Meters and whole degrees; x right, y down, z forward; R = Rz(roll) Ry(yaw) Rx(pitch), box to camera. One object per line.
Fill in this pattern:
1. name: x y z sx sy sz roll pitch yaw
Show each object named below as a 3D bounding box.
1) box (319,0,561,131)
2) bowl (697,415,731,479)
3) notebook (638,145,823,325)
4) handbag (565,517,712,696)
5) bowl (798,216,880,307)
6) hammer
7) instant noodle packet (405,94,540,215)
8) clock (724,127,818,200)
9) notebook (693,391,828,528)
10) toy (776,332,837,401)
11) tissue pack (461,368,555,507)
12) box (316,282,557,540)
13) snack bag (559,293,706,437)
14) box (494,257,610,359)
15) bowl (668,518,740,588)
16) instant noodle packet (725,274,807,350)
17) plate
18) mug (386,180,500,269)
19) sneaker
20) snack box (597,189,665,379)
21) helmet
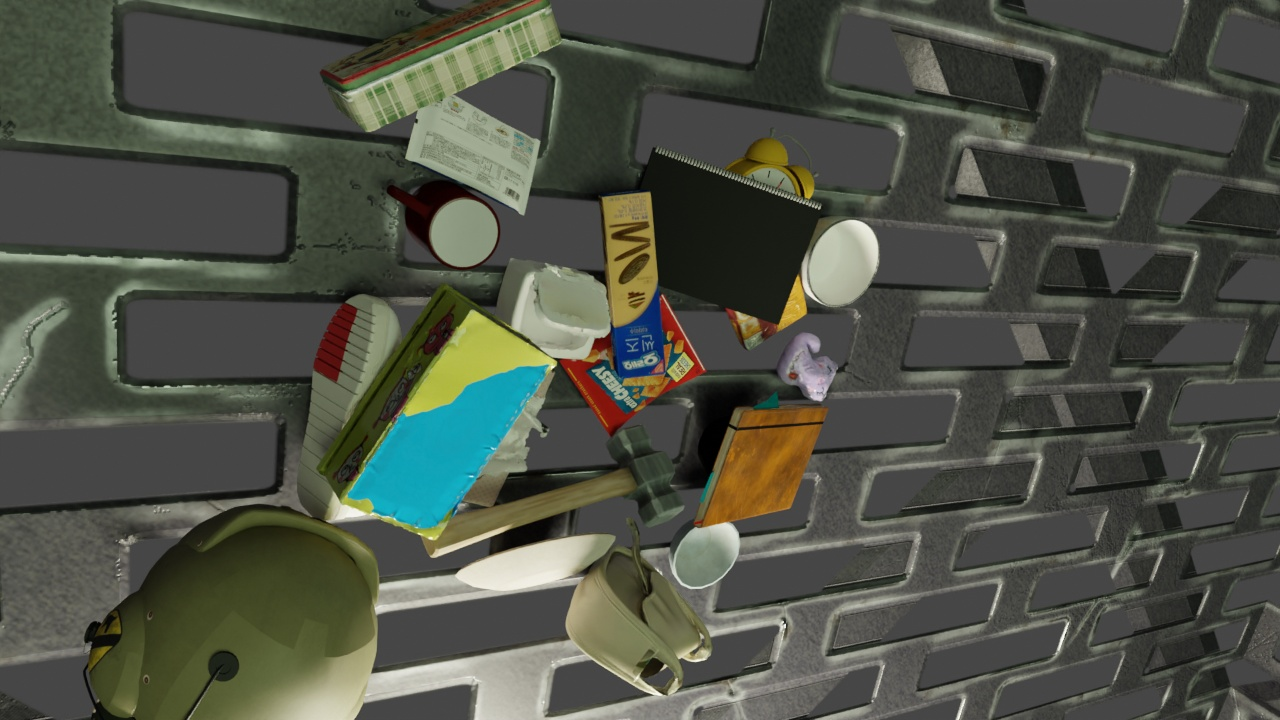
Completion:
1. box: -0.184 -0.280 0.837 0.205 0.117 0.050 -29 126 -15
2. bowl: 0.111 0.112 1.196 0.123 0.052 0.124 -30 133 -38
3. notebook: 0.089 -0.142 1.057 0.206 0.016 0.149 18 102 -8
4. handbag: 0.008 0.294 1.104 0.132 0.184 0.229 -58 163 5
5. bowl: 0.240 -0.131 1.168 0.116 0.066 0.116 -11 115 -25
6. hammer: -0.094 0.159 1.031 0.322 0.117 0.051 -11 156 -40
7. instant noodle packet: -0.163 -0.210 0.912 0.134 0.026 0.087 22 69 -35
8. clock: 0.146 -0.196 1.098 0.113 0.052 0.152 34 95 -35
9. notebook: 0.163 0.128 1.209 0.248 0.014 0.178 2 111 -52
10. toy: 0.229 0.008 1.239 0.099 0.036 0.080 25 92 -34
11. tissue pack: -0.165 0.075 1.026 0.103 0.071 0.181 23 94 -34
12. box: -0.197 0.053 0.889 0.124 0.082 0.221 32 93 -39
13. snack bag: -0.007 0.006 1.100 0.144 0.039 0.131 -33 123 -3
14. box: -0.082 -0.046 0.983 0.109 0.130 0.103 8 107 -34
15. bowl: 0.081 0.256 1.255 0.106 0.039 0.106 -11 115 -26
16. instant noodle packet: 0.153 -0.076 1.138 0.098 0.039 0.135 -29 139 -2
17. plate: -0.118 0.240 1.065 0.188 0.189 0.027 -5 69 -28
18. mug: -0.199 -0.142 0.903 0.105 0.082 0.073 28 94 -35
19. sneaker: -0.274 0.049 0.947 0.104 0.090 0.237 2 104 -48
20. snack box: -0.010 -0.084 1.022 0.056 0.057 0.207 -7 103 -8
21. helmet: -0.360 0.250 0.856 0.250 0.255 0.233 31 96 -36
